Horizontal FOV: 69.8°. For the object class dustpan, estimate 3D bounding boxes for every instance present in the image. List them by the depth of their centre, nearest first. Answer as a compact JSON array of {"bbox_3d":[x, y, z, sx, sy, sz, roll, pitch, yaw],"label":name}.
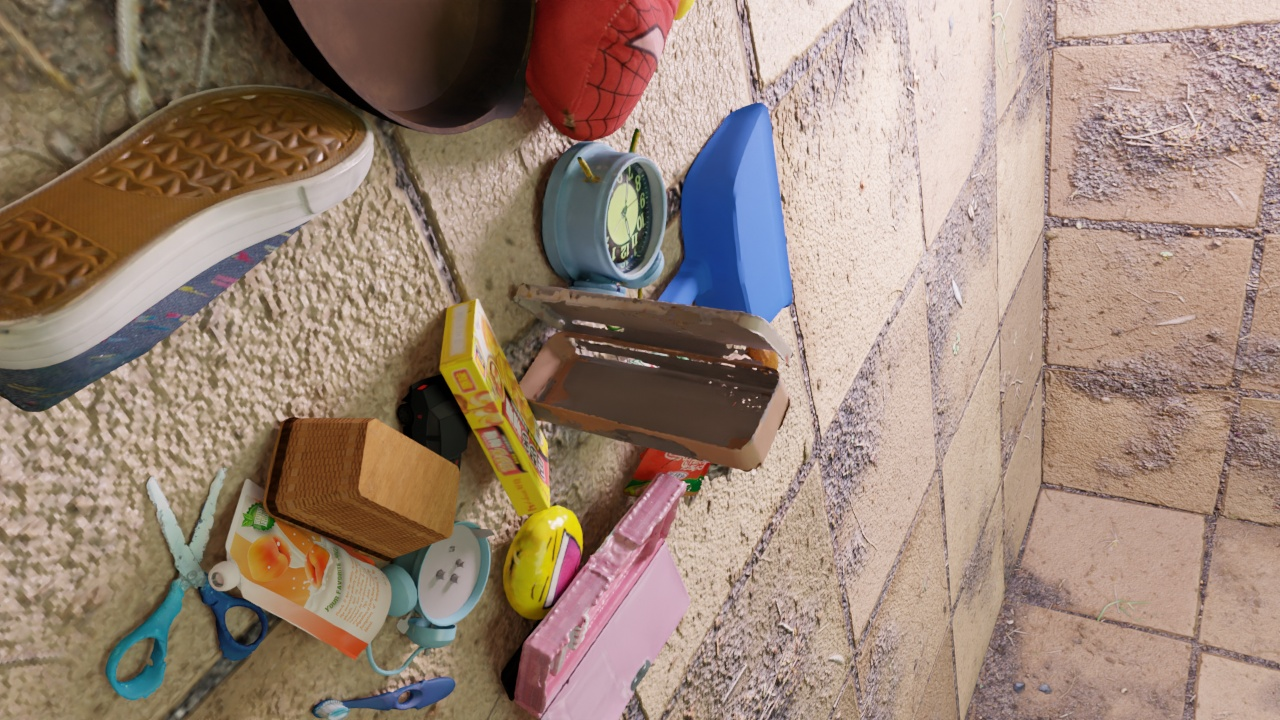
[{"bbox_3d":[0.084,-0.098,0.931,0.256,0.060,0.246,-56,141,-49],"label":"dustpan"}]

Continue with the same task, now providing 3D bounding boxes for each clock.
[{"bbox_3d":[-0.149,0.164,0.646,0.122,0.042,0.087,-60,142,-33],"label":"clock"},{"bbox_3d":[-0.026,-0.103,0.759,0.117,0.060,0.162,-44,136,-46],"label":"clock"}]

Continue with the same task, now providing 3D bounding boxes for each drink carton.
[{"bbox_3d":[-0.205,0.128,0.554,0.122,0.039,0.069,54,27,-44],"label":"drink carton"}]

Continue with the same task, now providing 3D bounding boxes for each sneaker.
[{"bbox_3d":[-0.228,-0.063,0.456,0.234,0.087,0.079,-51,171,-44],"label":"sneaker"}]

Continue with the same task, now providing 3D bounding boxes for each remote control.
[{"bbox_3d":[-0.081,0.239,0.800,0.124,0.010,0.039,-47,134,-42],"label":"remote control"}]

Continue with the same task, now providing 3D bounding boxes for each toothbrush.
[{"bbox_3d":[-0.175,0.239,0.648,0.132,0.016,0.021,17,85,-57],"label":"toothbrush"}]

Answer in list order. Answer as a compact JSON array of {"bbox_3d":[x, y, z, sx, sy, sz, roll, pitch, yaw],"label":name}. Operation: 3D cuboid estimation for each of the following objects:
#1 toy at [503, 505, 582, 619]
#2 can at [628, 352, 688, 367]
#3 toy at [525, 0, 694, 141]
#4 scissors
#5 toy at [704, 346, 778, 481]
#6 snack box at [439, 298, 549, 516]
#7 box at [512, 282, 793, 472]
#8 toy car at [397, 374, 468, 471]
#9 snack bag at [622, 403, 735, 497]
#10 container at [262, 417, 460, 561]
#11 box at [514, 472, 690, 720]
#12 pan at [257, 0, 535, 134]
[{"bbox_3d":[-0.079,0.167,0.758,0.094,0.041,0.095,25,80,-61],"label":"toy"},{"bbox_3d":[0.007,0.022,0.845,0.100,0.053,0.053,-23,116,-54],"label":"can"},{"bbox_3d":[-0.017,-0.259,0.693,0.148,0.099,0.215,102,14,-63],"label":"toy"},{"bbox_3d":[-0.245,0.122,0.518,0.110,0.015,0.132,27,68,-54],"label":"scissors"},{"bbox_3d":[0.089,0.041,0.957,0.175,0.076,0.133,-48,152,-33],"label":"toy"},{"bbox_3d":[-0.103,0.036,0.668,0.075,0.025,0.152,-100,172,-52],"label":"snack box"},{"bbox_3d":[0.000,0.014,0.680,0.094,0.217,0.107,19,83,-56],"label":"box"},{"bbox_3d":[-0.141,0.056,0.638,0.042,0.036,0.092,-19,113,-54],"label":"toy car"},{"bbox_3d":[0.035,0.093,0.878,0.087,0.044,0.155,4,128,-32],"label":"snack bag"},{"bbox_3d":[-0.164,0.078,0.566,0.114,0.061,0.063,45,40,-52],"label":"container"},{"bbox_3d":[-0.028,0.229,0.821,0.232,0.059,0.180,-46,140,-47],"label":"box"},{"bbox_3d":[-0.124,-0.295,0.567,0.249,0.043,0.355,60,42,-43],"label":"pan"}]
